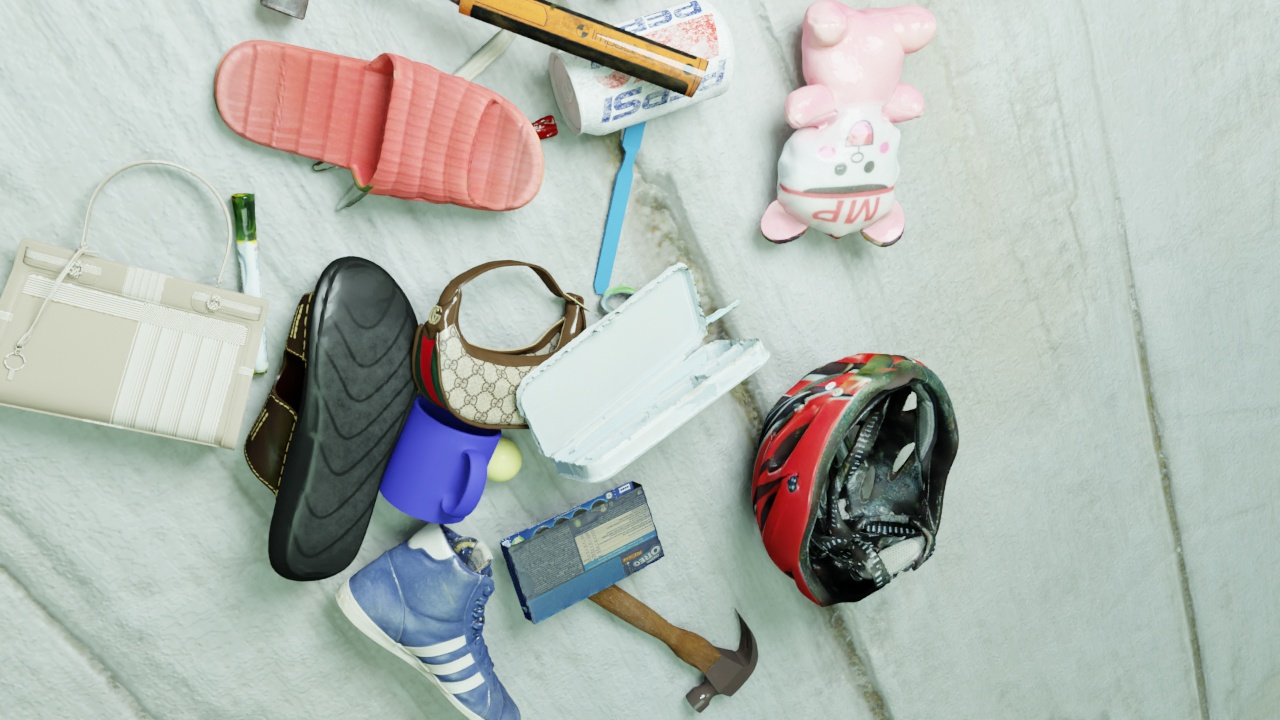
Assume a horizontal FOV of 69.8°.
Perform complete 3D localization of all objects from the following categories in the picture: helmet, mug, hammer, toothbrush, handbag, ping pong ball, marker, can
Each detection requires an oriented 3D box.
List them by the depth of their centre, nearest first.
[{"bbox_3d":[-0.098,-0.268,0.658,0.314,0.035,0.138,18,101,-8],"label":"hammer"},{"bbox_3d":[-0.367,-0.049,0.680,0.175,0.062,0.198,15,96,-23],"label":"handbag"},{"bbox_3d":[-0.305,-0.058,0.720,0.017,0.017,0.147,-5,111,-20],"label":"marker"},{"bbox_3d":[0.002,-0.234,0.738,0.136,0.078,0.078,-22,117,-13],"label":"can"},{"bbox_3d":[-0.108,-0.015,0.778,0.166,0.063,0.138,5,102,-43],"label":"handbag"},{"bbox_3d":[-0.164,0.091,0.781,0.079,0.111,0.083,16,103,-39],"label":"mug"},{"bbox_3d":[-0.020,-0.139,0.808,0.016,0.014,0.167,4,112,-23],"label":"toothbrush"},{"bbox_3d":[-0.128,0.091,0.836,0.040,0.040,0.040,-8,113,-19],"label":"ping pong ball"},{"bbox_3d":[0.206,0.110,0.902,0.217,0.167,0.272,-17,123,-31],"label":"helmet"},{"bbox_3d":[0.005,0.270,0.967,0.323,0.033,0.115,39,94,-29],"label":"hammer"}]

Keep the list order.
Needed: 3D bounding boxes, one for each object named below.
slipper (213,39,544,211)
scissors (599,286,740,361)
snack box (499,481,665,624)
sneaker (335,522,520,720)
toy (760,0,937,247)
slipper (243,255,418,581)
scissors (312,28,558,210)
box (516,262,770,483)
[{"bbox_3d":[-0.188,-0.175,0.684,0.248,0.059,0.103,14,104,-18],"label":"slipper"},{"bbox_3d":[0.020,-0.011,0.874,0.171,0.023,0.167,32,91,-29],"label":"scissors"},{"bbox_3d":[-0.054,0.183,0.886,0.150,0.027,0.082,-21,103,-25],"label":"snack box"},{"bbox_3d":[-0.157,0.244,0.863,0.118,0.091,0.233,-44,111,-4],"label":"sneaker"},{"bbox_3d":[0.184,-0.207,0.820,0.141,0.084,0.213,-4,110,-18],"label":"toy"},{"bbox_3d":[-0.254,0.047,0.752,0.112,0.076,0.268,9,95,-43],"label":"slipper"},{"bbox_3d":[-0.154,-0.187,0.731,0.187,0.015,0.179,14,106,-26],"label":"scissors"},{"bbox_3d":[-0.010,0.000,0.790,0.215,0.107,0.124,-34,101,-26],"label":"box"}]
